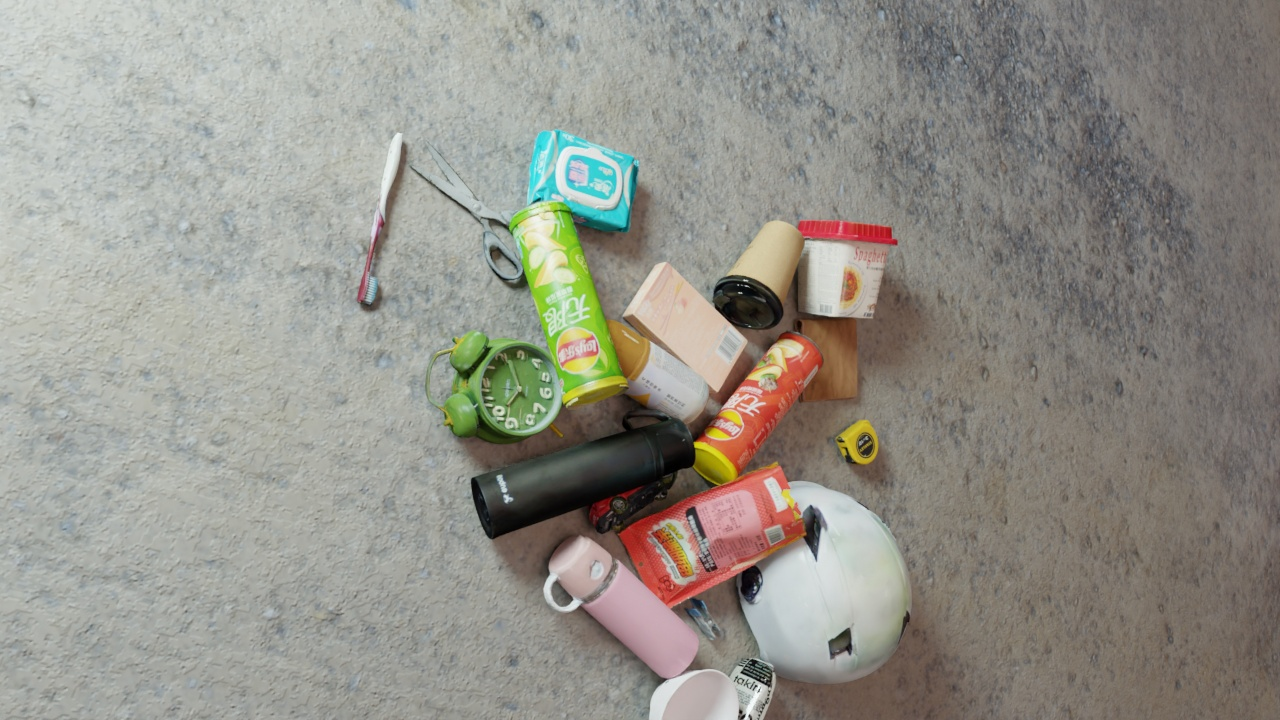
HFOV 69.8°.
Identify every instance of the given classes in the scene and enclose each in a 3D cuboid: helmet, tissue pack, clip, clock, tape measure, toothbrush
[{"bbox_3d":[0.250,0.284,1.158,0.228,0.146,0.258,-3,87,-32],"label":"helmet"},{"bbox_3d":[-0.064,-0.204,1.057,0.133,0.050,0.093,12,79,-31],"label":"tissue pack"},{"bbox_3d":[0.077,0.318,1.121,0.038,0.026,0.058,-48,114,-33],"label":"clip"},{"bbox_3d":[-0.153,0.030,0.981,0.161,0.056,0.116,9,80,-31],"label":"clock"},{"bbox_3d":[0.301,0.116,1.272,0.059,0.029,0.057,-31,102,-30],"label":"tape measure"},{"bbox_3d":[-0.266,-0.148,0.949,0.017,0.016,0.187,17,77,-38],"label":"toothbrush"}]

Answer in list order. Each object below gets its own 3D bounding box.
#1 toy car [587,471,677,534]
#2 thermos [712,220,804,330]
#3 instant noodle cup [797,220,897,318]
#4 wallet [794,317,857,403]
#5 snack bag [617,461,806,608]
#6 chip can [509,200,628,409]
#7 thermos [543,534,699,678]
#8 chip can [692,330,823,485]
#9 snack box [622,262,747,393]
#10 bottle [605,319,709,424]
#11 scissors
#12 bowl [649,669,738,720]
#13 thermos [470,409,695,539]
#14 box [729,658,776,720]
[{"bbox_3d":[-0.009,0.153,1.062,0.120,0.053,0.045,-27,61,-29],"label":"toy car"},{"bbox_3d":[0.155,-0.108,1.168,0.093,0.093,0.143,43,58,-22],"label":"thermos"},{"bbox_3d":[0.267,-0.122,1.228,0.116,0.117,0.124,1,98,-32],"label":"instant noodle cup"},{"bbox_3d":[0.257,-0.001,1.261,0.101,0.020,0.115,-4,91,-31],"label":"wallet"},{"bbox_3d":[0.089,0.207,1.087,0.208,0.073,0.128,-25,109,-2],"label":"snack bag"},{"bbox_3d":[-0.079,-0.062,0.980,0.072,0.073,0.221,-12,78,-32],"label":"chip can"},{"bbox_3d":[-0.024,0.284,1.034,0.198,0.067,0.087,46,63,-22],"label":"thermos"},{"bbox_3d":[0.148,0.058,1.156,0.216,0.073,0.073,-48,110,-25],"label":"chip can"},{"bbox_3d":[0.057,-0.039,1.134,0.157,0.026,0.084,42,67,-22],"label":"snack box"},{"bbox_3d":[-0.006,0.006,1.066,0.189,0.068,0.068,33,70,-22],"label":"bottle"},{"bbox_3d":[-0.176,-0.161,1.006,0.164,0.014,0.163,-2,87,-33],"label":"scissors"},{"bbox_3d":[0.050,0.408,1.069,0.118,0.065,0.118,-4,97,-34],"label":"bowl"},{"bbox_3d":[-0.064,0.117,1.009,0.242,0.090,0.069,-16,140,-23],"label":"thermos"},{"bbox_3d":[0.111,0.438,1.109,0.051,0.069,0.164,51,58,-40],"label":"box"}]
